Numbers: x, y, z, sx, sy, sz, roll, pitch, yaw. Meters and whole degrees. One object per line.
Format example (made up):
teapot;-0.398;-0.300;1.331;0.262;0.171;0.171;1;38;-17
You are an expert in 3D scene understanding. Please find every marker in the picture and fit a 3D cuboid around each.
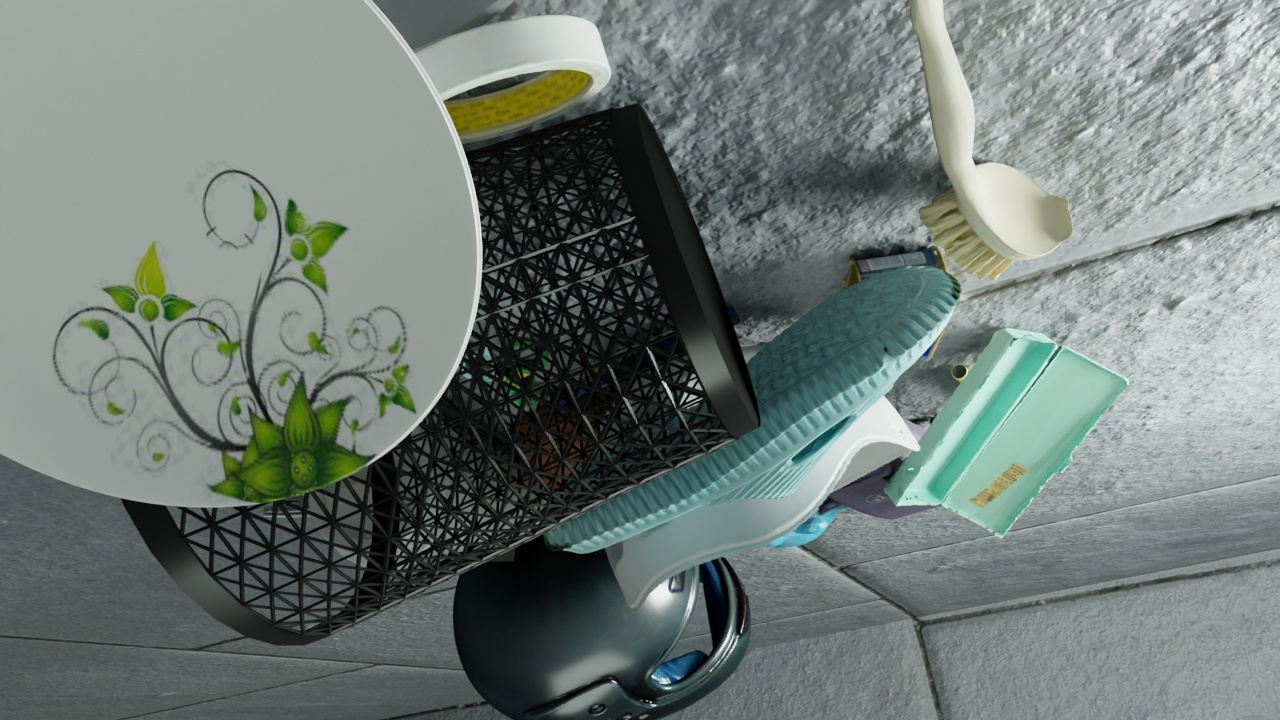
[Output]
marker;0.317;0.029;0.866;0.014;0.014;0.132;-21;153;26

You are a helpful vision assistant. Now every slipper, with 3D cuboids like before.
slipper;0.065;0.043;0.521;0.276;0.069;0.115;-33;-169;14

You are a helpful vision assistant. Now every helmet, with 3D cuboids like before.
helmet;-0.043;0.256;0.975;0.316;0.248;0.236;-10;135;1
helmet;0.091;0.085;0.709;0.281;0.183;0.225;10;149;-41

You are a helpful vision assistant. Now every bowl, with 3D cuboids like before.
bowl;-0.036;0.088;0.814;0.147;0.068;0.147;-7;156;-3

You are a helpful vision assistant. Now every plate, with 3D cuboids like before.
plate;-0.169;-0.049;0.321;0.229;0.030;0.230;-1;119;-2

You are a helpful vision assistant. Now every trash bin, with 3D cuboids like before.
trash bin;0.231;0.095;0.900;0.094;0.092;0.160;-26;146;34
trash bin;-0.084;-0.003;0.454;0.243;0.216;0.217;-20;154;10

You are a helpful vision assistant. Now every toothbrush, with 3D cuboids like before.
toothbrush;-0.004;0.004;0.701;0.190;0.016;0.017;-27;-165;34

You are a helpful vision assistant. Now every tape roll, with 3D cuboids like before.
tape roll;-0.059;-0.113;0.379;0.094;0.019;0.094;-17;-178;1

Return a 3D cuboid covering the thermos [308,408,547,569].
thermos;-0.162;0.111;0.776;0.132;0.131;0.221;-16;162;17

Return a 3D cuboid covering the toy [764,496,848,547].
toy;0.128;0.145;0.952;0.184;0.115;0.180;-4;179;29

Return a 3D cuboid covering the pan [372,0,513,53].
pan;-0.064;-0.192;0.215;0.200;0.050;0.358;14;148;-40

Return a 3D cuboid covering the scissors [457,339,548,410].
scissors;-0.104;0.018;0.708;0.071;0.014;0.131;-6;155;-6

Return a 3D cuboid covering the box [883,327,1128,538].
box;0.314;0.064;0.802;0.137;0.057;0.187;17;119;-21

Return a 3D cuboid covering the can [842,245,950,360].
can;0.173;-0.035;0.635;0.059;0.053;0.100;-7;155;2

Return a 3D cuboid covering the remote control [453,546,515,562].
remote control;-0.172;0.168;0.919;0.058;0.013;0.133;4;-169;-27

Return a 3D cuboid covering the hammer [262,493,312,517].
hammer;-0.366;0.085;0.751;0.126;0.036;0.315;-20;153;29

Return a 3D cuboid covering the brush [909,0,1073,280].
brush;0.160;-0.119;0.455;0.077;0.062;0.272;-24;148;21
